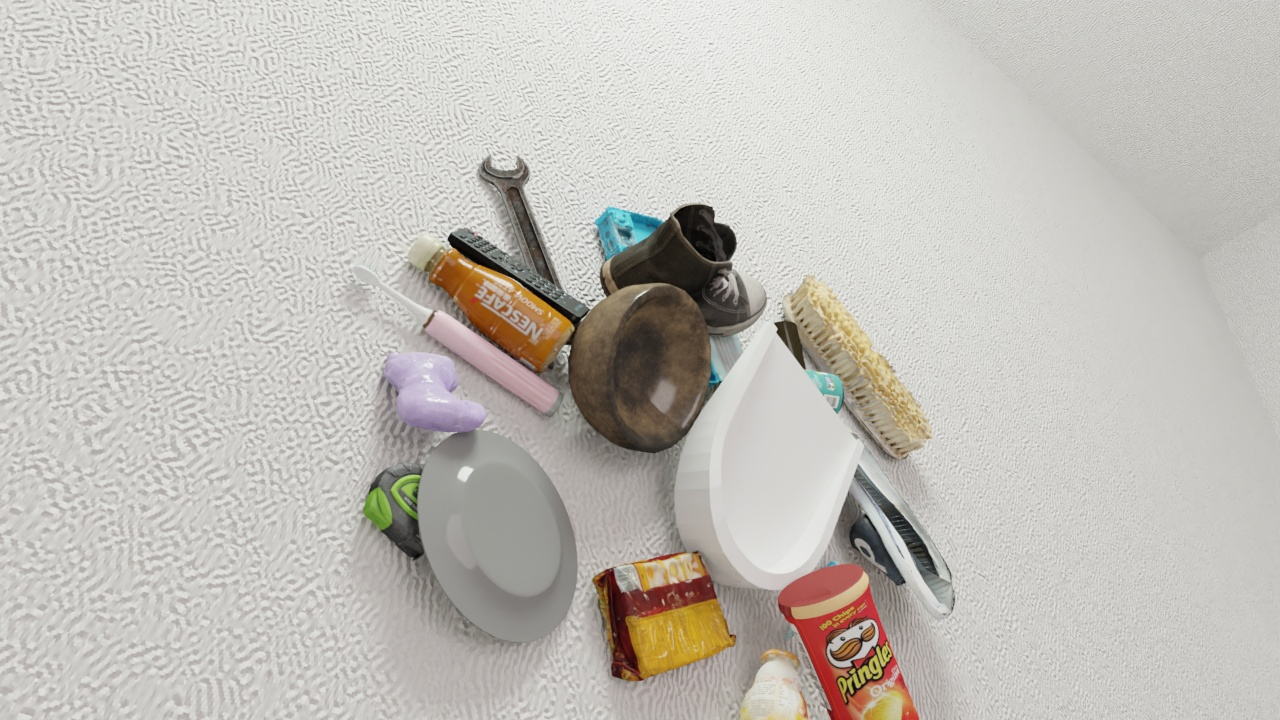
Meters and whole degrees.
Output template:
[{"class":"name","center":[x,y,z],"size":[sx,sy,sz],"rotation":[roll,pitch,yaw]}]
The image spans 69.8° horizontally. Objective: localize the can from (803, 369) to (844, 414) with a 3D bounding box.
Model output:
[{"class":"can","center":[0.178,0.036,1.048],"size":[0.101,0.055,0.054],"rotation":[9,53,-19]}]

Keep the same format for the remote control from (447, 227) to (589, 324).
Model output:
[{"class":"remote control","center":[-0.120,-0.080,0.900],"size":[0.150,0.022,0.047],"rotation":[34,18,1]}]

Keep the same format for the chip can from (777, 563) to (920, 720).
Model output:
[{"class":"chip can","center":[0.206,0.304,0.851],"size":[0.086,0.087,0.213],"rotation":[-26,95,-50]}]

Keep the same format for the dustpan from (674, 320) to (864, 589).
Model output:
[{"class":"dustpan","center":[0.140,0.110,0.932],"size":[0.191,0.053,0.257],"rotation":[51,56,-19]}]

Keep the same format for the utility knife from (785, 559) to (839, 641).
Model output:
[{"class":"utility knife","center":[0.180,0.253,0.961],"size":[0.140,0.015,0.022],"rotation":[-36,113,-49]}]

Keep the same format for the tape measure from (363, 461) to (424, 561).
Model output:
[{"class":"tape measure","center":[-0.180,0.112,0.710],"size":[0.065,0.036,0.058],"rotation":[47,48,-10]}]

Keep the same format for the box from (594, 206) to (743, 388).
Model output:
[{"class":"box","center":[0.050,-0.066,1.066],"size":[0.181,0.039,0.226],"rotation":[7,56,-42]}]

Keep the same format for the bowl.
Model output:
[{"class":"bowl","center":[-0.005,0.005,0.889],"size":[0.161,0.070,0.162],"rotation":[-10,103,-50]}]

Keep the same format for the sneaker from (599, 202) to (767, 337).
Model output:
[{"class":"sneaker","center":[0.080,-0.098,1.000],"size":[0.234,0.120,0.095],"rotation":[12,54,-40]}]

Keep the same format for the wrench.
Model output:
[{"class":"wrench","center":[-0.107,-0.106,0.948],"size":[0.070,0.010,0.273],"rotation":[-15,67,-18]}]

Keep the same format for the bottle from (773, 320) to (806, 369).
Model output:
[{"class":"bottle","center":[0.183,0.044,1.104],"size":[0.045,0.046,0.184],"rotation":[11,60,-38]}]

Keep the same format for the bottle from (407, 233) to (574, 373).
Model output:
[{"class":"bottle","center":[-0.143,-0.057,0.860],"size":[0.167,0.059,0.059],"rotation":[37,40,-4]}]

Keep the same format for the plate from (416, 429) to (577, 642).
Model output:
[{"class":"plate","center":[-0.107,0.137,0.742],"size":[0.178,0.012,0.178],"rotation":[39,36,-36]}]

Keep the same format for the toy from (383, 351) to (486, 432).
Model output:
[{"class":"toy","center":[-0.171,0.027,0.764],"size":[0.080,0.037,0.099],"rotation":[10,28,-27]}]

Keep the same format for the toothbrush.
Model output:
[{"class":"toothbrush","center":[-0.164,-0.020,0.833],"size":[0.222,0.027,0.026],"rotation":[37,9,-17]}]

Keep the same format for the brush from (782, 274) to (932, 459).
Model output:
[{"class":"brush","center":[0.286,0.010,1.218],"size":[0.271,0.057,0.083],"rotation":[54,38,4]}]

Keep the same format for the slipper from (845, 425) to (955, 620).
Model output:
[{"class":"slipper","center":[0.272,0.187,1.065],"size":[0.111,0.063,0.263],"rotation":[11,44,-50]}]

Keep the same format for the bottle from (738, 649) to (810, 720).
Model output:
[{"class":"bottle","center":[0.119,0.314,0.816],"size":[0.063,0.063,0.108],"rotation":[35,41,-19]}]

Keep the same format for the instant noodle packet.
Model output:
[{"class":"instant noodle packet","center":[0.020,0.223,0.812],"size":[0.135,0.040,0.098],"rotation":[0,60,-46]}]
